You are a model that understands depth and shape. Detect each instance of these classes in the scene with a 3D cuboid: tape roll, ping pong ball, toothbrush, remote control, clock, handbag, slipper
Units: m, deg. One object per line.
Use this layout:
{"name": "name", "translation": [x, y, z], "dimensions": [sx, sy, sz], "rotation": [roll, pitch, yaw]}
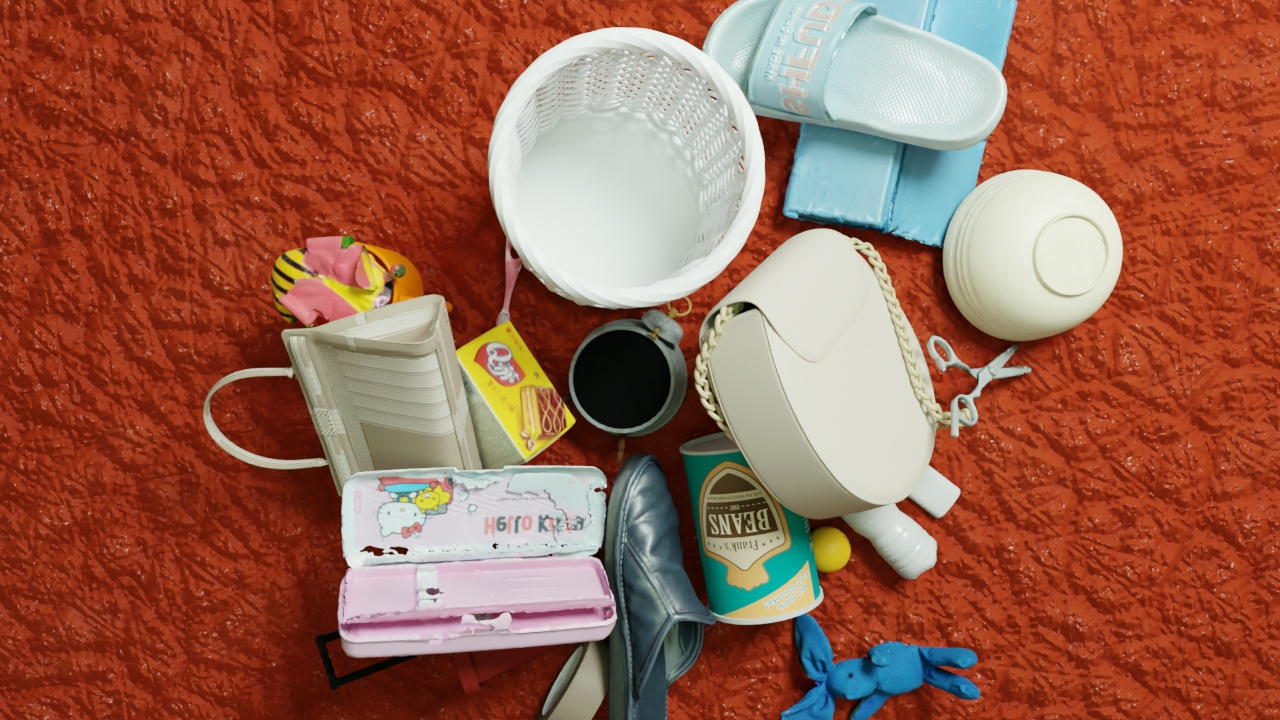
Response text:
{"name": "tape roll", "translation": [-0.054, 0.283, 0.792], "dimensions": [0.030, 0.093, 0.094], "rotation": [32, 92, -3]}
{"name": "ping pong ball", "translation": [0.166, 0.167, 0.814], "dimensions": [0.040, 0.040, 0.040], "rotation": [0, 93, -1]}
{"name": "toothbrush", "translation": [-0.111, -0.088, 0.806], "dimensions": [0.021, 0.016, 0.135], "rotation": [10, 94, -7]}
{"name": "remote control", "translation": [0.228, 0.091, 0.823], "dimensions": [0.131, 0.012, 0.033], "rotation": [37, 92, -3]}
{"name": "clock", "translation": [-0.005, 0.005, 0.793], "dimensions": [0.104, 0.056, 0.148], "rotation": [37, 97, 6]}
{"name": "handbag", "translation": [0.154, 0.012, 0.721], "dimensions": [0.104, 0.210, 0.208], "rotation": [-24, 103, 42]}
{"name": "handbag", "translation": [-0.235, 0.045, 0.707], "dimensions": [0.198, 0.062, 0.176], "rotation": [-4, 127, 1]}
{"name": "slipper", "translation": [0.169, -0.236, 0.732], "dimensions": [0.245, 0.074, 0.104], "rotation": [20, 93, 12]}
{"name": "slipper", "translation": [0.025, 0.210, 0.765], "dimensions": [0.084, 0.108, 0.265], "rotation": [-2, 87, 24]}

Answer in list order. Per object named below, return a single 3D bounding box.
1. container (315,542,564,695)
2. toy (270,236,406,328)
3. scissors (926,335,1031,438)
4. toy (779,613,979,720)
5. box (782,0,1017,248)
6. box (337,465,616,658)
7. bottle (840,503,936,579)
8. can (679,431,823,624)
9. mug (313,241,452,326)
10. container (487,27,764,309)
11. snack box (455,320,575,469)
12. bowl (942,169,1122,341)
{"name": "container", "translation": [-0.156, 0.200, 0.769], "dimensions": [0.200, 0.127, 0.148], "rotation": [-17, 93, -10]}
{"name": "toy", "translation": [-0.232, -0.055, 0.697], "dimensions": [0.103, 0.046, 0.084], "rotation": [4, 115, 1]}
{"name": "scissors", "translation": [0.289, 0.022, 0.763], "dimensions": [0.153, 0.014, 0.130], "rotation": [18, 54, -29]}
{"name": "toy", "translation": [0.204, 0.274, 0.809], "dimensions": [0.176, 0.071, 0.113], "rotation": [-12, 91, 10]}
{"name": "box", "translation": [0.227, -0.222, 0.784], "dimensions": [0.175, 0.060, 0.232], "rotation": [11, 93, -3]}
{"name": "box", "translation": [-0.118, 0.143, 0.681], "dimensions": [0.201, 0.111, 0.101], "rotation": [1, 118, -15]}
{"name": "bottle", "translation": [0.202, 0.133, 0.810], "dimensions": [0.136, 0.044, 0.044], "rotation": [44, 92, -3]}
{"name": "can", "translation": [0.094, 0.136, 0.781], "dimensions": [0.099, 0.099, 0.144], "rotation": [-10, 94, 0]}
{"name": "mug", "translation": [-0.213, -0.055, 0.767], "dimensions": [0.112, 0.096, 0.077], "rotation": [9, 93, -1]}
{"name": "container", "translation": [-0.017, -0.134, 0.712], "dimensions": [0.189, 0.187, 0.189], "rotation": [0, 92, -6]}
{"name": "snack box", "translation": [-0.120, 0.035, 0.773], "dimensions": [0.061, 0.084, 0.106], "rotation": [-35, 94, -36]}
{"name": "bowl", "translation": [0.342, -0.089, 0.773], "dimensions": [0.150, 0.075, 0.151], "rotation": [-1, 95, -8]}
